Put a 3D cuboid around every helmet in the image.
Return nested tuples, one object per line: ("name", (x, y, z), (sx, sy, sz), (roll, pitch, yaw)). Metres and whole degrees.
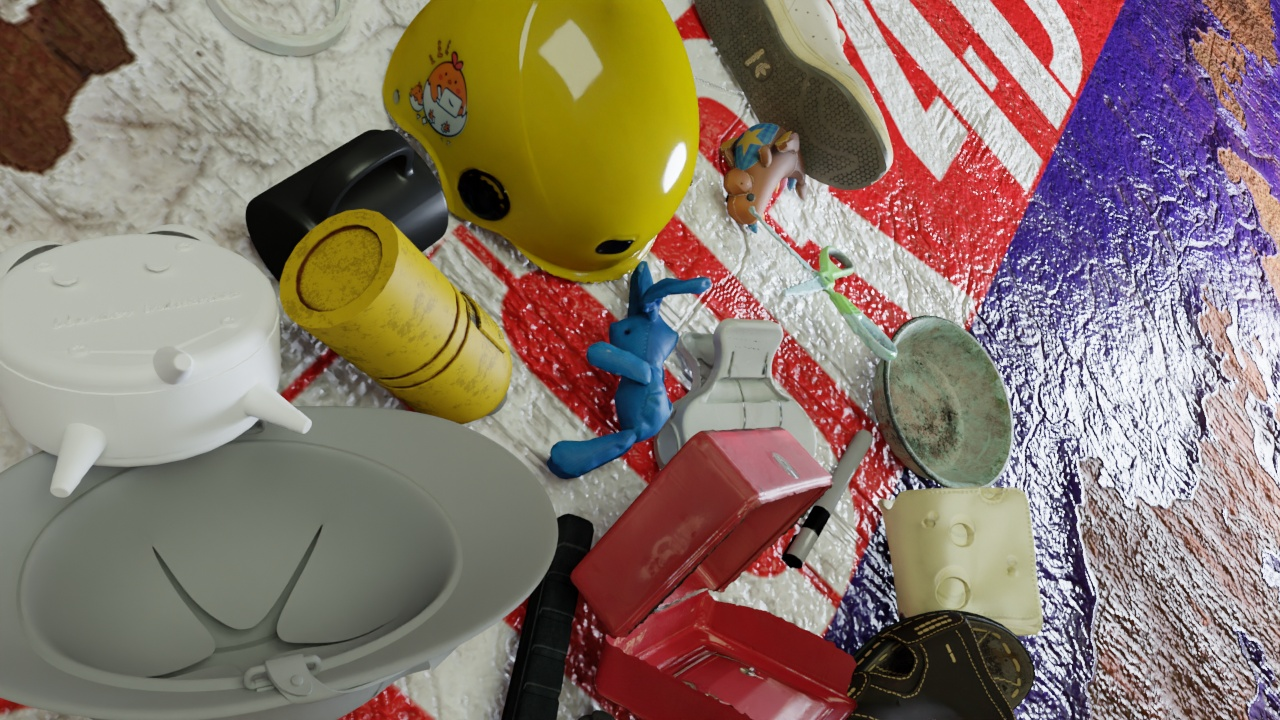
("helmet", (-0.180, 0.120, 0.451), (0.270, 0.118, 0.183), (-3, 38, -30))
("helmet", (-0.041, -0.183, 0.630), (0.240, 0.140, 0.208), (52, 54, -6))

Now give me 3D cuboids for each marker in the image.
("marker", (0.150, 0.106, 0.723), (0.016, 0.016, 0.140), (47, 55, -10))

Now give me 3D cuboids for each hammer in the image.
("hammer", (-0.070, 0.241, 0.488), (0.025, 0.118, 0.332), (23, 57, -21))

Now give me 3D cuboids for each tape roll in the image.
("tape roll", (-0.239, -0.245, 0.605), (0.093, 0.013, 0.093), (12, 67, -28))

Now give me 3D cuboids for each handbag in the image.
("handbag", (0.251, 0.164, 0.727), (0.111, 0.081, 0.119), (3, 73, -18))

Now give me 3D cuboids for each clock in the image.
("clock", (-0.243, -0.016, 0.446), (0.125, 0.073, 0.161), (-16, 45, -35))

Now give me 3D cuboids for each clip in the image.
("clip", (0.069, 0.043, 0.674), (0.124, 0.073, 0.142), (3, 82, -34))

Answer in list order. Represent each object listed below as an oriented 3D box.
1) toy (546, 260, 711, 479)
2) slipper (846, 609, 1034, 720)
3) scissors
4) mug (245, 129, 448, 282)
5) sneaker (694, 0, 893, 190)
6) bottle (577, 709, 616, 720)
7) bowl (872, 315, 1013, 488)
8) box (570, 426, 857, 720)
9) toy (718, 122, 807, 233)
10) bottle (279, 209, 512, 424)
("toy", (-0.004, 0.004, 0.617), (0.071, 0.113, 0.176), (24, 70, -7))
("slipper", (0.168, 0.258, 0.611), (0.267, 0.076, 0.113), (-26, 93, -21))
("scissors", (0.152, -0.062, 0.745), (0.174, 0.022, 0.171), (57, 33, 5))
("mug", (-0.166, -0.090, 0.532), (0.078, 0.114, 0.087), (45, 55, -1))
("sneaker", (0.148, -0.262, 0.819), (0.102, 0.089, 0.241), (-33, 88, -44))
("bottle", (-0.001, 0.262, 0.558), (0.110, 0.036, 0.036), (50, 54, -7))
("bowl", (0.257, 0.041, 0.800), (0.157, 0.039, 0.157), (11, 67, -29))
("box", (0.057, 0.121, 0.547), (0.157, 0.154, 0.168), (2, 101, -64))
("toy", (0.109, -0.147, 0.778), (0.103, 0.071, 0.090), (37, 68, -43))
("bottle", (-0.123, -0.011, 0.524), (0.164, 0.071, 0.071), (53, 40, -57))
